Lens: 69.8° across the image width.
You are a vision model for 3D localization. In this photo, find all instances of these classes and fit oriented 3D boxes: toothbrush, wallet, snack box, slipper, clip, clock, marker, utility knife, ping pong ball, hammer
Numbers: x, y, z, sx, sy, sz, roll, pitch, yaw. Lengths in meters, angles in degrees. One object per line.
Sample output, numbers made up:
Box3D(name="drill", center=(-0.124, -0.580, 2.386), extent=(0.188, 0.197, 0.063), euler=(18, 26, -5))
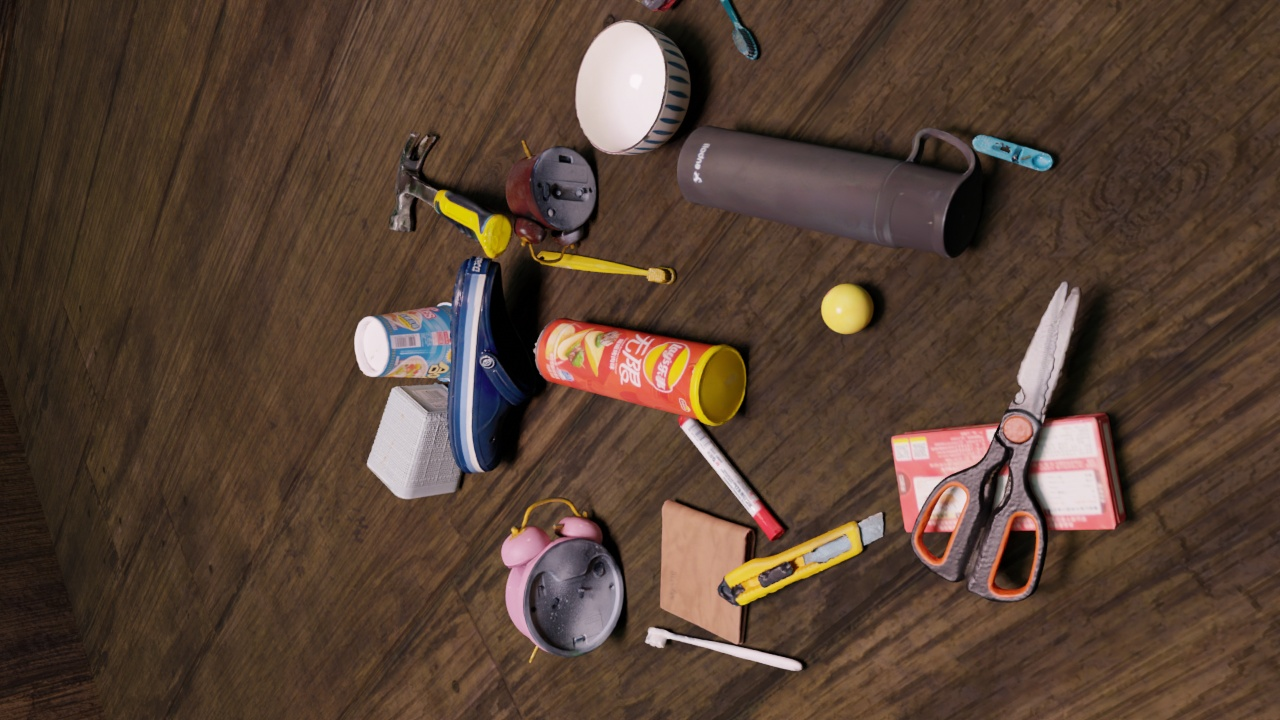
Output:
Box3D(name="toothbrush", center=(0.073, 0.272, 0.857), extent=(0.180, 0.016, 0.016), euler=(-3, 55, 43))
Box3D(name="wallet", center=(0.060, 0.198, 0.864), extent=(0.101, 0.020, 0.115), euler=(12, 105, 42))
Box3D(name="snack box", center=(0.259, 0.083, 0.660), extent=(0.153, 0.025, 0.075), euler=(-12, 87, 43))
Box3D(name="slipper", center=(-0.159, 0.006, 1.005), extent=(0.095, 0.105, 0.253), euler=(6, 118, 2))
Box3D(name="toothbrush", center=(0.059, -0.343, 0.811), extent=(0.016, 0.018, 0.191), euler=(-36, 70, 38))
Box3D(name="clip", center=(0.260, -0.145, 0.640), extent=(0.055, 0.034, 0.013), euler=(26, 113, 21))
Box3D(name="clock", center=(-0.083, 0.219, 0.935), extent=(0.060, 0.117, 0.158), euler=(-6, 91, 55))
Box3D(name="marker", center=(0.080, 0.103, 0.836), extent=(0.145, 0.017, 0.017), euler=(51, 125, 27))
Box3D(name="clock", center=(-0.091, -0.159, 0.927), extent=(0.055, 0.081, 0.122), euler=(5, 96, 47))
Box3D(name="utility knife", center=(0.134, 0.170, 0.781), extent=(0.177, 0.015, 0.033), euler=(-34, 85, 32))
Box3D(name="toothbrush", center=(-0.040, -0.095, 0.929), extent=(0.190, 0.016, 0.016), euler=(14, 102, 42))
Box3D(name="ping pong ball", center=(0.164, -0.041, 0.727), extent=(0.040, 0.040, 0.040), euler=(5, 97, 43))
Box3D(name="hammer", center=(-0.218, -0.178, 1.026), extent=(0.323, 0.031, 0.126), euler=(32, 115, 54))

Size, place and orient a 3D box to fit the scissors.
Box3D(name="scissors", center=(0.268, 0.063, 0.621), extent=(0.139, 0.021, 0.236), euler=(44, 119, 22))

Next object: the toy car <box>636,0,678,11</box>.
Box3D(name="toy car", center=(-0.001, -0.373, 0.846), extent=(0.053, 0.045, 0.120), euler=(-47, 68, 33))

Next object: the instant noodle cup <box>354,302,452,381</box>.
Box3D(name="instant noodle cup", center=(-0.274, -0.019, 1.092), extent=(0.099, 0.109, 0.099), euler=(4, 97, 42))

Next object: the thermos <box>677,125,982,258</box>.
Box3D(name="thermos", center=(0.145, -0.146, 0.723), extent=(0.243, 0.068, 0.090), euler=(20, 92, 38))

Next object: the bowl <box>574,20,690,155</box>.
Box3D(name="bowl", center=(0.002, -0.245, 0.841), extent=(0.117, 0.066, 0.116), euler=(4, 96, 43))

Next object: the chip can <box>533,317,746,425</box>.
Box3D(name="chip can", center=(-0.005, 0.005, 0.869), extent=(0.217, 0.073, 0.073), euler=(13, 103, 42))

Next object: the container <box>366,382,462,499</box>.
Box3D(name="container", center=(-0.261, 0.094, 1.108), extent=(0.090, 0.090, 0.112), euler=(34, 113, 35))
